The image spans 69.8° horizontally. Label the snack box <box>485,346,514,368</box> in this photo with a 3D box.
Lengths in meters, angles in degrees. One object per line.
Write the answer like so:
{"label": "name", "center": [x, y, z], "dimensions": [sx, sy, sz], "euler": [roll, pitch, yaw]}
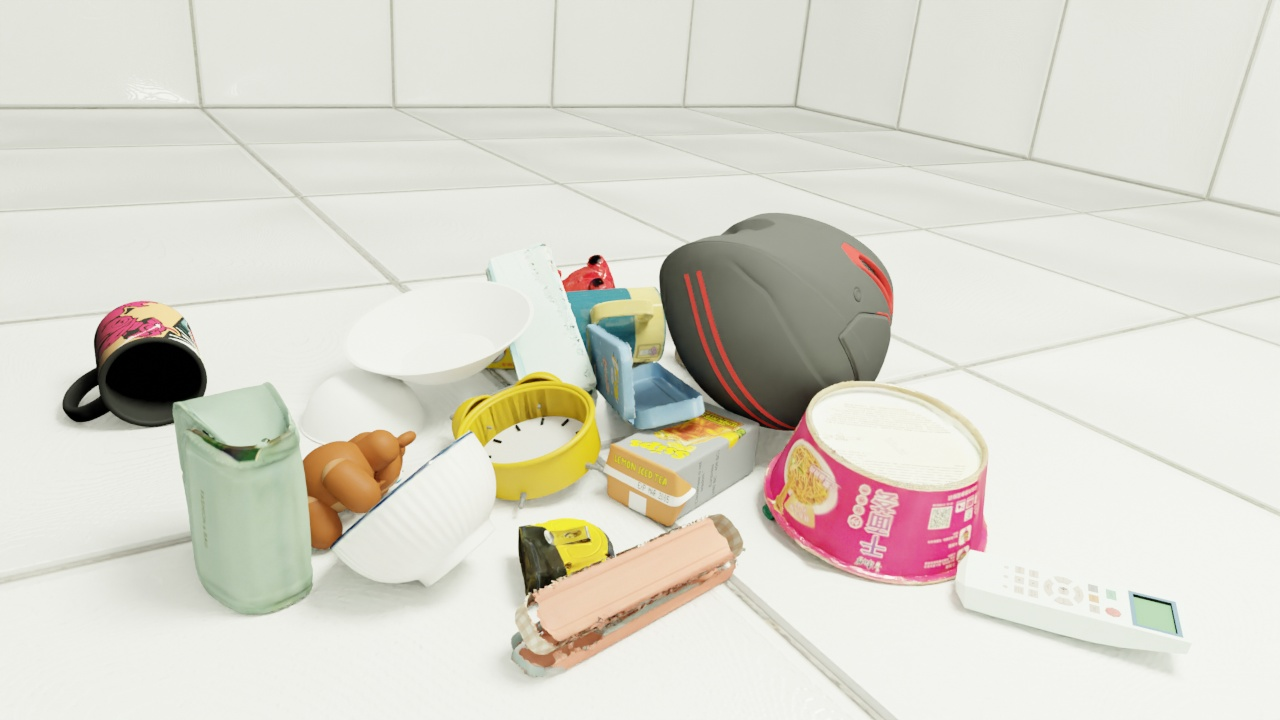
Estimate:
{"label": "snack box", "center": [-0.159, -0.039, 0.989], "dimensions": [0.083, 0.061, 0.105], "euler": [1, 23, -7]}

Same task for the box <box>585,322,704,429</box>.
{"label": "box", "center": [0.001, 0.008, 0.830], "dimensions": [0.074, 0.078, 0.209], "euler": [-10, 10, -10]}

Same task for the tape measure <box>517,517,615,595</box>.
{"label": "tape measure", "center": [-0.050, 0.133, 0.627], "dimensions": [0.064, 0.037, 0.065], "euler": [-1, 23, -13]}

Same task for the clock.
{"label": "clock", "center": [-0.095, 0.059, 0.758], "dimensions": [0.113, 0.052, 0.152], "euler": [-23, 33, -17]}

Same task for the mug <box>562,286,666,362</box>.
{"label": "mug", "center": [-0.031, -0.041, 0.967], "dimensions": [0.107, 0.083, 0.114], "euler": [-2, -13, -15]}

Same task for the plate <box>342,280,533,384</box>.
{"label": "plate", "center": [-0.182, -0.018, 0.848], "dimensions": [0.174, 0.036, 0.173], "euler": [-5, 31, 3]}

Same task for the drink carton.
{"label": "drink carton", "center": [0.037, 0.082, 0.754], "dimensions": [0.076, 0.048, 0.124], "euler": [21, 28, 34]}

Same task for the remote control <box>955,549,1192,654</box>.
{"label": "remote control", "center": [0.290, 0.168, 0.627], "dimensions": [0.143, 0.024, 0.049], "euler": [11, 23, 20]}

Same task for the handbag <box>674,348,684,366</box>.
{"label": "handbag", "center": [0.151, 0.015, 0.953], "dimensions": [0.175, 0.062, 0.197], "euler": [-3, 32, -17]}

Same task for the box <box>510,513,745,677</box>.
{"label": "box", "center": [-0.003, 0.156, 0.601], "dimensions": [0.187, 0.063, 0.058], "euler": [-13, 54, -41]}

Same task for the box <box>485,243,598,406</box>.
{"label": "box", "center": [-0.101, -0.030, 0.899], "dimensions": [0.083, 0.066, 0.198], "euler": [-25, 54, 5]}

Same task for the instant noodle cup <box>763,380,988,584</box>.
{"label": "instant noodle cup", "center": [0.190, 0.083, 0.712], "dimensions": [0.178, 0.078, 0.178], "euler": [5, 31, -3]}

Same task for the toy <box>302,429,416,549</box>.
{"label": "toy", "center": [-0.208, 0.087, 0.687], "dimensions": [0.095, 0.065, 0.127], "euler": [-33, 0, 12]}

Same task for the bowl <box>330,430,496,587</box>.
{"label": "bowl", "center": [-0.138, 0.108, 0.610], "dimensions": [0.062, 0.118, 0.117], "euler": [49, 30, -1]}

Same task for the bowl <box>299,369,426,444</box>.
{"label": "bowl", "center": [-0.248, 0.035, 0.821], "dimensions": [0.110, 0.041, 0.109], "euler": [4, 22, -2]}

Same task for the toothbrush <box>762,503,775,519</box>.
{"label": "toothbrush", "center": [0.185, 0.108, 0.760], "dimensions": [0.189, 0.017, 0.016], "euler": [-6, 28, -24]}

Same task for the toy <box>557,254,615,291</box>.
{"label": "toy", "center": [-0.079, -0.052, 1.066], "dimensions": [0.133, 0.094, 0.088], "euler": [-15, 47, 19]}

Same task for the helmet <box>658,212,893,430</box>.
{"label": "helmet", "center": [0.123, -0.026, 0.813], "dimensions": [0.165, 0.264, 0.169], "euler": [-11, 52, 43]}

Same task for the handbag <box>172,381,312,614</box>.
{"label": "handbag", "center": [-0.256, 0.085, 0.591], "dimensions": [0.067, 0.122, 0.106], "euler": [-13, 28, -35]}

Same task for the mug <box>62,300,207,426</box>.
{"label": "mug", "center": [-0.448, 0.011, 0.806], "dimensions": [0.118, 0.082, 0.098], "euler": [-34, 36, -15]}
